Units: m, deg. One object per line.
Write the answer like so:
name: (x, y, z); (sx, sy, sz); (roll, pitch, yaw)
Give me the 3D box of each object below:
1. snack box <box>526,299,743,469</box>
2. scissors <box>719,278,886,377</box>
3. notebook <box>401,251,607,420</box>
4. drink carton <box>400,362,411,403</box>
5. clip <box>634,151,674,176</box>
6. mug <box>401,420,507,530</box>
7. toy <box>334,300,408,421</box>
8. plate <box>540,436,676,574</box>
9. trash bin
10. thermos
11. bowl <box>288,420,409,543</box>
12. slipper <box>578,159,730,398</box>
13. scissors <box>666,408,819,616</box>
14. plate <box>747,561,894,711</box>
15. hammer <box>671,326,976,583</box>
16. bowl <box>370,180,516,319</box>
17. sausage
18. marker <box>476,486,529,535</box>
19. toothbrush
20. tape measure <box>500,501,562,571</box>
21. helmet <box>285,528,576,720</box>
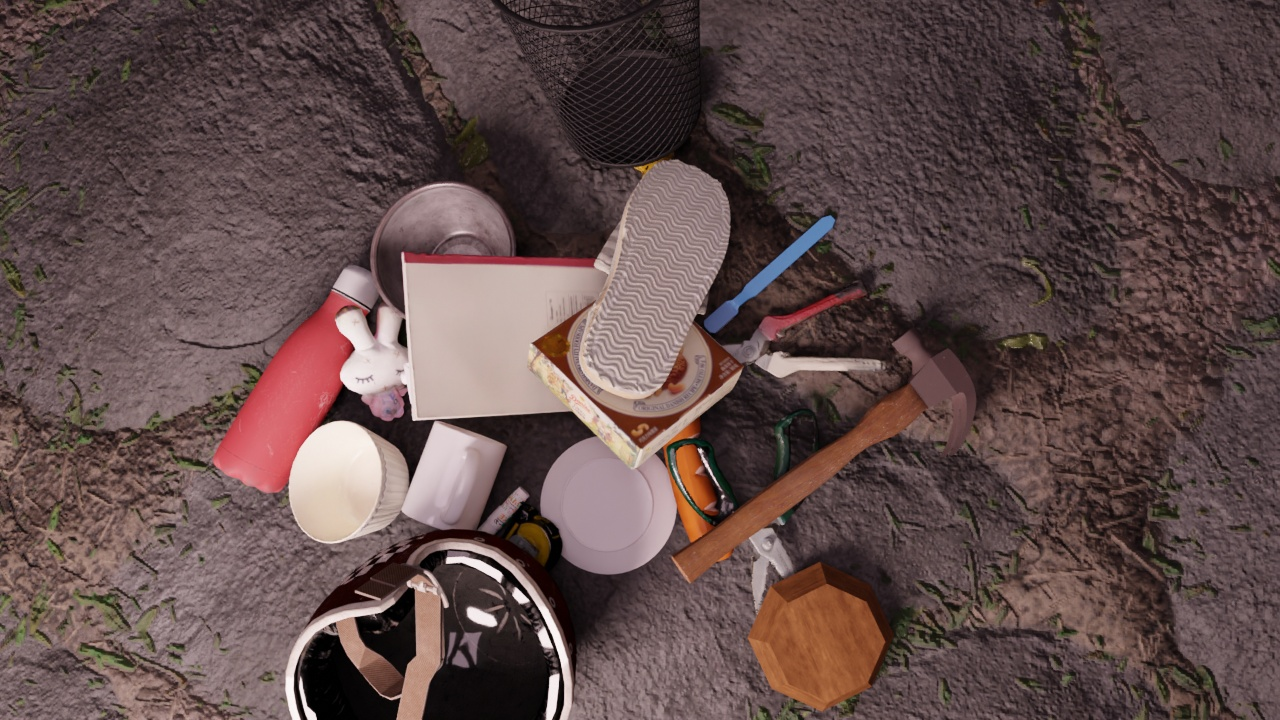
snack box: (-0.005, 0.005, 0.851); (0.147, 0.041, 0.142); (43, 57, 17)
scissors: (0.147, -0.017, 0.890); (0.179, 0.015, 0.187); (32, 89, 10)
notebook: (-0.116, -0.024, 0.858); (0.208, 0.012, 0.153); (-1, 83, -32)
drink carton: (-0.168, 0.014, 0.903); (0.122, 0.058, 0.040); (-14, 81, 5)
clip: (0.003, -0.202, 0.933); (0.046, 0.037, 0.053); (31, 89, -3)
mug: (-0.173, 0.114, 0.867); (0.073, 0.110, 0.090); (21, 85, -17)
toy: (-0.260, 0.001, 0.913); (0.038, 0.079, 0.123); (5, 108, 46)
plate: (-0.032, 0.140, 0.894); (0.134, 0.011, 0.134); (-1, 83, 7)
trash bin: (-0.026, -0.294, 0.832); (0.184, 0.210, 0.183); (-4, 66, 8)
thermos: (-0.332, 0.013, 0.917); (0.073, 0.073, 0.239); (27, 81, 10)
bowl: (-0.276, 0.120, 0.891); (0.115, 0.062, 0.115); (-6, 76, 25)
slipper: (0.013, -0.078, 0.853); (0.114, 0.054, 0.271); (20, 56, -3)
scissors: (0.126, 0.129, 0.859); (0.179, 0.015, 0.206); (-36, 101, -19)
plate: (0.168, 0.254, 0.836); (0.131, 0.025, 0.131); (0, 87, -3)
hammer: (0.168, 0.097, 0.835); (0.322, 0.033, 0.115); (-34, 85, -9)
bowl: (-0.187, -0.099, 0.915); (0.145, 0.067, 0.145); (-1, 83, 7)
sausage: (0.050, 0.110, 0.873); (0.044, 0.039, 0.164); (-14, 81, -1)
marker: (-0.164, 0.182, 0.902); (0.017, 0.017, 0.145); (43, 90, 10)
toothbrush: (0.128, -0.085, 0.904); (0.166, 0.014, 0.016); (-41, 80, -4)
tape measure: (-0.107, 0.178, 0.884); (0.061, 0.034, 0.062); (33, 97, 15)
helmet: (-0.173, 0.252, 0.771); (0.234, 0.252, 0.233); (-18, 96, 29)
